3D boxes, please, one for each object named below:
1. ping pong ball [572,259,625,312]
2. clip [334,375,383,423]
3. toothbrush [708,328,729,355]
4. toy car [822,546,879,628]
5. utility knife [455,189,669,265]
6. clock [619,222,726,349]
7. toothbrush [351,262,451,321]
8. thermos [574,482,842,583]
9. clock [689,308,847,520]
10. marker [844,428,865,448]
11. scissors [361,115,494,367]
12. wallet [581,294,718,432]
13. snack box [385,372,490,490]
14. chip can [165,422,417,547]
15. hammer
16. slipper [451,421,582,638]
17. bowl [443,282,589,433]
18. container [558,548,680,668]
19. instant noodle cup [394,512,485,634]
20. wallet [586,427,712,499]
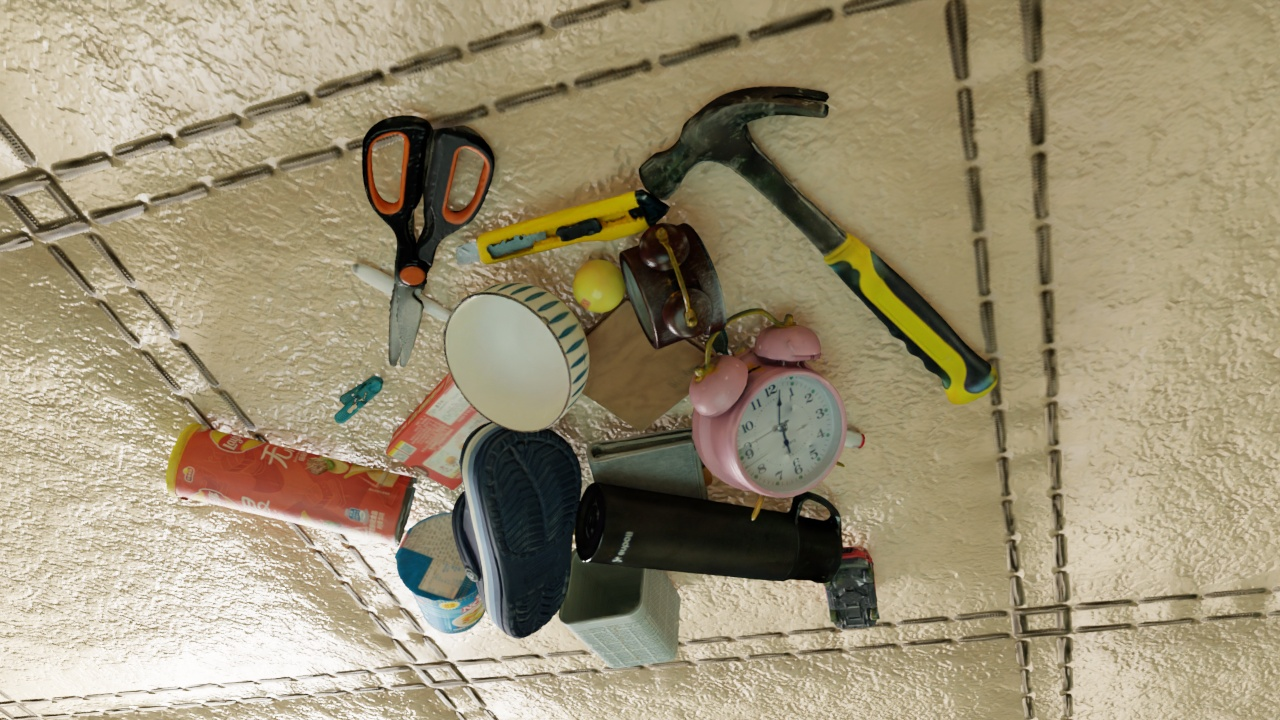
[{"bbox_3d":[-0.031,-0.056,0.694,0.040,0.040,0.040,4,132,4],"label":"ping pong ball"},{"bbox_3d":[-0.250,0.032,0.815,0.055,0.034,0.013,-34,123,21],"label":"clip"},{"bbox_3d":[0.086,0.040,0.779,0.016,0.018,0.192,-10,128,17],"label":"toothbrush"},{"bbox_3d":[0.206,0.222,0.907,0.053,0.045,0.121,-8,135,11],"label":"toy car"},{"bbox_3d":[-0.062,-0.089,0.656,0.177,0.015,0.033,-11,134,24],"label":"utility knife"},{"bbox_3d":[0.023,-0.052,0.642,0.055,0.122,0.082,-20,88,-6],"label":"clock"},{"bbox_3d":[-0.153,-0.031,0.748,0.180,0.016,0.016,30,122,-18],"label":"toothbrush"},{"bbox_3d":[0.068,0.148,0.820,0.242,0.068,0.090,10,105,-23],"label":"thermos"},{"bbox_3d":[0.098,0.035,0.714,0.117,0.060,0.158,-27,108,-14],"label":"clock"},{"bbox_3d":[0.126,0.050,0.771,0.145,0.017,0.017,17,132,-19],"label":"marker"},{"bbox_3d":[-0.184,-0.082,0.690,0.139,0.021,0.236,24,124,-31],"label":"scissors"},{"bbox_3d":[-0.004,0.004,0.750,0.101,0.020,0.116,34,132,-18],"label":"wallet"},{"bbox_3d":[-0.159,0.056,0.821,0.075,0.025,0.153,32,128,-21],"label":"snack box"},{"bbox_3d":[-0.326,0.120,0.870,0.216,0.073,0.073,15,132,-7],"label":"chip can"},{"bbox_3d":[0.156,-0.071,0.662,0.323,0.031,0.126,38,126,-24],"label":"hammer"},{"bbox_3d":[-0.118,0.146,0.840,0.095,0.104,0.253,27,134,33],"label":"slipper"},{"bbox_3d":[-0.087,-0.009,0.714,0.116,0.066,0.117,14,120,24],"label":"bowl"},{"bbox_3d":[-0.015,0.252,0.937,0.090,0.090,0.111,-14,131,20],"label":"container"},{"bbox_3d":[-0.193,0.224,0.938,0.099,0.099,0.110,8,140,1],"label":"instant noodle cup"},{"bbox_3d":[0.012,0.109,0.835,0.106,0.037,0.130,-10,139,0],"label":"wallet"}]
